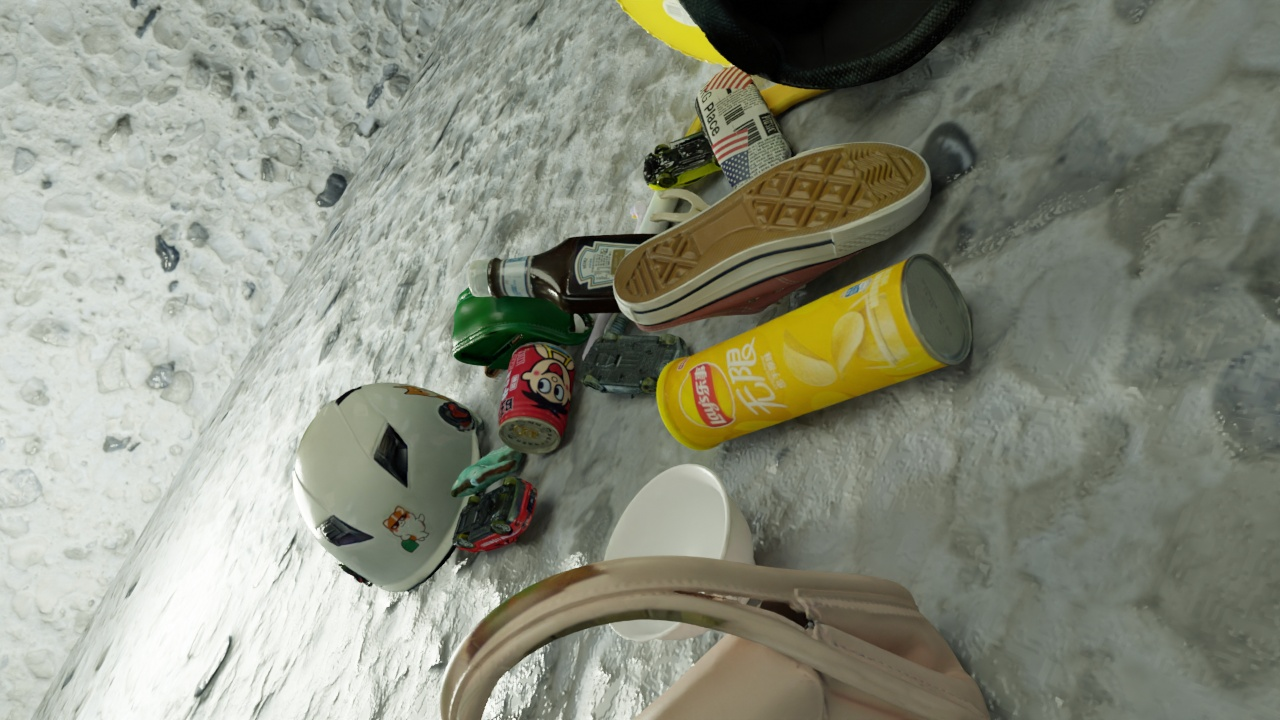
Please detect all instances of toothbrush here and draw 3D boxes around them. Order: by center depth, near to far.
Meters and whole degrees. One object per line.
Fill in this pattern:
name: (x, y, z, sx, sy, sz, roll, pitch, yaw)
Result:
toothbrush: (0.008, -0.120, 0.924, 0.027, 0.026, 0.220, 83, -153, -68)
toothbrush: (-0.026, -0.081, 0.947, 0.021, 0.029, 0.188, 11, 67, 19)
toothbrush: (0.074, -0.287, 0.993, 0.016, 0.016, 0.190, 8, 69, 61)

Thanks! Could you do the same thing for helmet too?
helmet: (0.142, -0.348, 0.698, 0.234, 0.275, 0.229, -23, 15, 26)
helmet: (-0.300, 0.122, 1.030, 0.230, 0.157, 0.274, -56, 29, 4)

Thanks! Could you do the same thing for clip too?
clip: (0.050, -0.134, 0.835, 0.102, 0.095, 0.035, -14, 49, 66)

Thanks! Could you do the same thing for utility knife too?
utility knife: (0.150, -0.248, 0.841, 0.157, 0.015, 0.033, -4, 66, 55)

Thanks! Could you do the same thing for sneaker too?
sneaker: (0.100, -0.078, 0.683, 0.241, 0.088, 0.118, -24, 51, 14)

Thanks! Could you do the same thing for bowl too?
bowl: (0.036, 0.133, 0.594, 0.119, 0.064, 0.118, -38, 35, 33)

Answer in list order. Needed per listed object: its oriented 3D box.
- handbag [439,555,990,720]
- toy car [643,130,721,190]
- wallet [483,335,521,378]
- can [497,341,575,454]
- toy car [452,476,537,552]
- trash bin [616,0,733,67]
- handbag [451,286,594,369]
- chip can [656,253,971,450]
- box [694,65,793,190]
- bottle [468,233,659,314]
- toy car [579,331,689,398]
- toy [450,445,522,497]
handbag: (0.023, 0.165, 0.407, 0.193, 0.234, 0.093, -49, 32, 15)
toy car: (0.053, -0.198, 0.910, 0.105, 0.032, 0.048, -18, 54, 19)
wallet: (-0.153, -0.045, 1.110, 0.115, 0.020, 0.101, -46, 30, 15)
can: (-0.102, 0.037, 0.898, 0.067, 0.066, 0.093, -32, 38, 38)
toy car: (-0.133, 0.148, 0.861, 0.121, 0.045, 0.052, -32, 39, 48)
trash bin: (0.103, -0.454, 0.917, 0.230, 0.229, 0.255, 16, 81, 60)
handbag: (-0.128, -0.036, 0.960, 0.132, 0.120, 0.068, -23, 62, 47)
chip can: (0.106, 0.002, 0.608, 0.214, 0.072, 0.071, -24, 43, 45)
box: (0.096, -0.213, 0.852, 0.069, 0.052, 0.164, -44, 43, 33)
bottle: (-0.065, -0.081, 0.865, 0.195, 0.044, 0.079, -1, 56, 10)
toy car: (-0.005, 0.005, 0.815, 0.121, 0.037, 0.054, 1, 61, 46)
toy: (-0.148, 0.109, 0.910, 0.097, 0.030, 0.091, -24, 7, 32)
